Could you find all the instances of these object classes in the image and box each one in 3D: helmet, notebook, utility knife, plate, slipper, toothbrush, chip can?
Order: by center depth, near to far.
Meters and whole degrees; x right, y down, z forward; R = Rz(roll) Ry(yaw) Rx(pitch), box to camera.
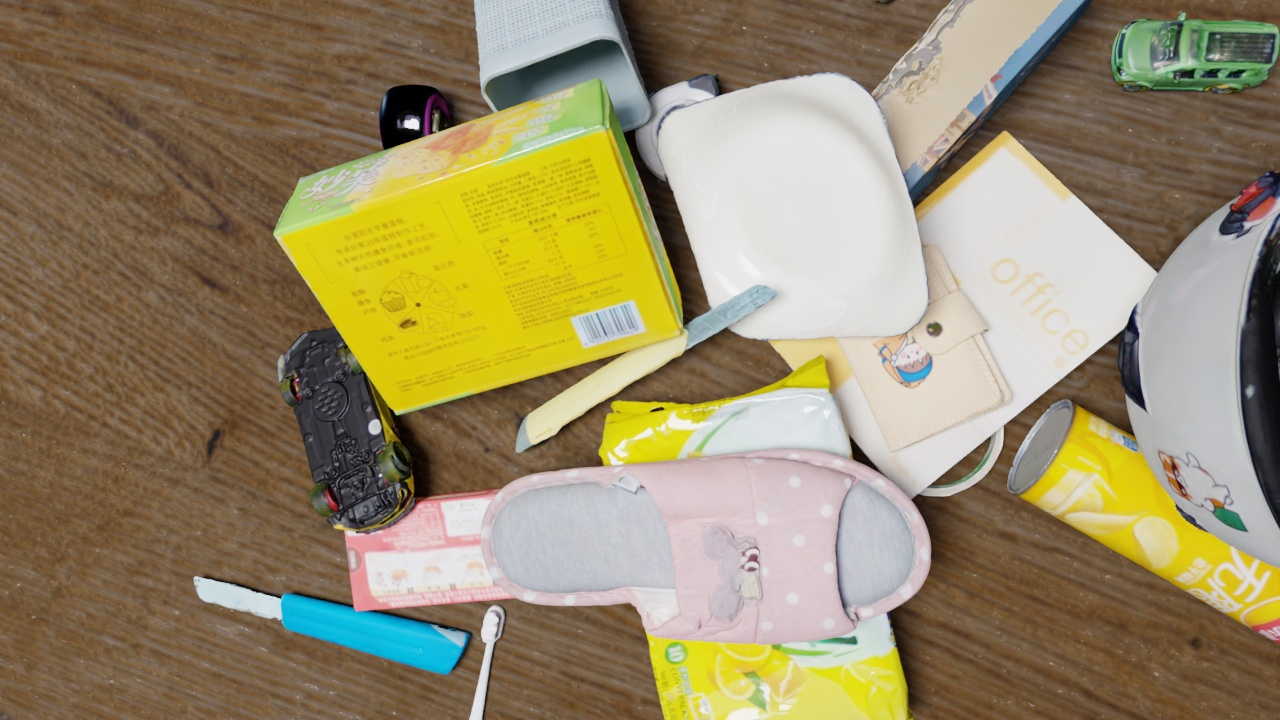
[{"bbox_3d":[0.364,0.001,0.494,0.273,0.157,0.230,-31,97,-15],"label":"helmet"},{"bbox_3d":[0.031,0.110,0.549,0.275,0.054,0.114,0,93,12],"label":"slipper"},{"bbox_3d":[0.339,0.106,0.561,0.213,0.072,0.072,30,97,8],"label":"chip can"},{"bbox_3d":[0.096,-0.091,0.562,0.164,0.034,0.164,0,119,44],"label":"plate"},{"bbox_3d":[0.205,-0.029,0.593,0.206,0.010,0.146,-41,74,9],"label":"notebook"},{"bbox_3d":[-0.004,0.004,0.616,0.217,0.022,0.031,-34,49,25],"label":"utility knife"},{"bbox_3d":[-0.122,0.267,0.669,0.016,0.016,0.180,12,95,10],"label":"toothbrush"},{"bbox_3d":[-0.234,0.192,0.682,0.218,0.018,0.034,12,96,7],"label":"utility knife"}]

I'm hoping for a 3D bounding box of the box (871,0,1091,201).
[{"bbox_3d":[0.199,-0.177,0.560,0.062,0.089,0.184,45,102,9],"label":"box"}]

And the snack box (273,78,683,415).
[{"bbox_3d":[-0.094,-0.066,0.583,0.210,0.070,0.158,-15,128,10],"label":"snack box"}]

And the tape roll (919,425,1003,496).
[{"bbox_3d":[0.195,0.046,0.609,0.086,0.014,0.086,0,93,9],"label":"tape roll"}]

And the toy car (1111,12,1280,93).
[{"bbox_3d":[0.341,-0.190,0.565,0.091,0.036,0.043,4,94,13],"label":"toy car"}]

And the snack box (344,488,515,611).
[{"bbox_3d":[-0.136,0.135,0.660,0.153,0.025,0.075,-7,92,9],"label":"snack box"}]

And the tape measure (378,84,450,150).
[{"bbox_3d":[-0.153,-0.161,0.633,0.039,0.058,0.057,2,90,8],"label":"tape measure"}]

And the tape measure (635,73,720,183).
[{"bbox_3d":[0.030,-0.152,0.617,0.066,0.033,0.065,-16,88,7],"label":"tape measure"}]

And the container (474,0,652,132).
[{"bbox_3d":[-0.054,-0.208,0.586,0.090,0.090,0.111,-16,67,10],"label":"container"}]

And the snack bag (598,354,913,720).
[{"bbox_3d":[0.074,0.132,0.604,0.158,0.068,0.246,-13,92,12],"label":"snack bag"}]

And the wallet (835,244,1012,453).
[{"bbox_3d":[0.174,-0.011,0.582,0.087,0.024,0.115,-26,75,12],"label":"wallet"}]

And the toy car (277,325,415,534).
[{"bbox_3d":[-0.208,0.047,0.656,0.071,0.041,0.155,-28,71,8],"label":"toy car"}]

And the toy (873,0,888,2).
[{"bbox_3d":[0.181,-0.307,0.576,0.105,0.066,0.157,34,95,-36],"label":"toy"}]
